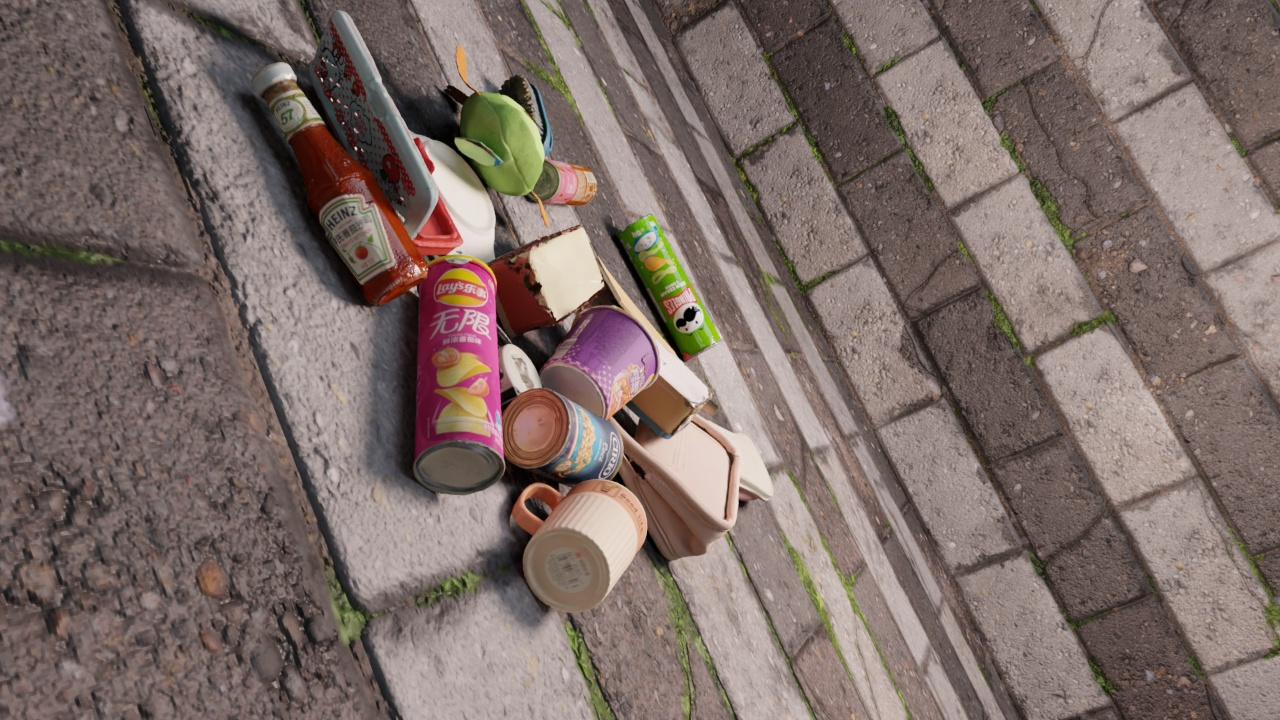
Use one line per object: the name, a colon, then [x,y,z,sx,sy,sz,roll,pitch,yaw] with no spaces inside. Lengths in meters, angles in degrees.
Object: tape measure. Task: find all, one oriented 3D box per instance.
tape measure: [-0.124,0.019,0.879,0.066,0.034,0.065,63,17,5]

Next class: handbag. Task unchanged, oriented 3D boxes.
handbag: [0.013,0.101,1.073,0.234,0.093,0.193,47,22,-15]

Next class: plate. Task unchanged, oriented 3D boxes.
plate: [-0.199,-0.174,0.959,0.163,0.034,0.164,31,34,-56]

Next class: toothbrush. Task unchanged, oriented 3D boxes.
toothbrush: [-0.181,-0.073,0.890,0.181,0.016,0.018,51,27,-25]

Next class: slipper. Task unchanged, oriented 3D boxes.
slipper: [0.127,0.149,1.319,0.274,0.054,0.114,29,36,-63]

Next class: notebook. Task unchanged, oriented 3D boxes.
notebook: [0.012,-0.044,1.296,0.211,0.012,0.149,49,6,-32]

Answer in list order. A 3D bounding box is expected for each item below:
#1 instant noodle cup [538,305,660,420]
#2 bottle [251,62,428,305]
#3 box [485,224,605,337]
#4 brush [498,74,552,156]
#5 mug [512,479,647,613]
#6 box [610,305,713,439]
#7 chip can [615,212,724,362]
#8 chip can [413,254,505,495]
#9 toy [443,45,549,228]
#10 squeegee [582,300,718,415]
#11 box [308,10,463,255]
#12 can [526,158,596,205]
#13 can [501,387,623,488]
instant noodle cup: [-0.049,0.013,0.960,0.111,0.112,0.099,56,42,-16]
bottle: [-0.248,-0.145,0.749,0.206,0.060,0.059,60,19,-4]
box: [-0.095,-0.094,1.006,0.091,0.076,0.168,69,23,-12]
brush: [-0.153,-0.330,1.271,0.073,0.055,0.143,36,30,-49]
mug: [-0.060,0.151,0.801,0.114,0.082,0.105,35,20,5]
box: [-0.006,0.006,1.062,0.184,0.061,0.089,41,22,13]
chip can: [0.045,-0.115,1.460,0.236,0.072,0.072,61,19,2]
chip can: [-0.151,0.007,0.764,0.071,0.071,0.210,43,26,-43]
toy: [-0.159,-0.251,1.054,0.227,0.090,0.246,58,-2,-26]
squeegee: [0.026,0.026,1.234,0.247,0.040,0.249,40,-2,22]
box: [-0.220,-0.199,0.819,0.118,0.098,0.201,-10,69,-60]
can: [-0.109,-0.243,1.257,0.058,0.058,0.147,62,18,1]
can: [-0.073,0.075,0.852,0.111,0.075,0.075,36,30,-59]
